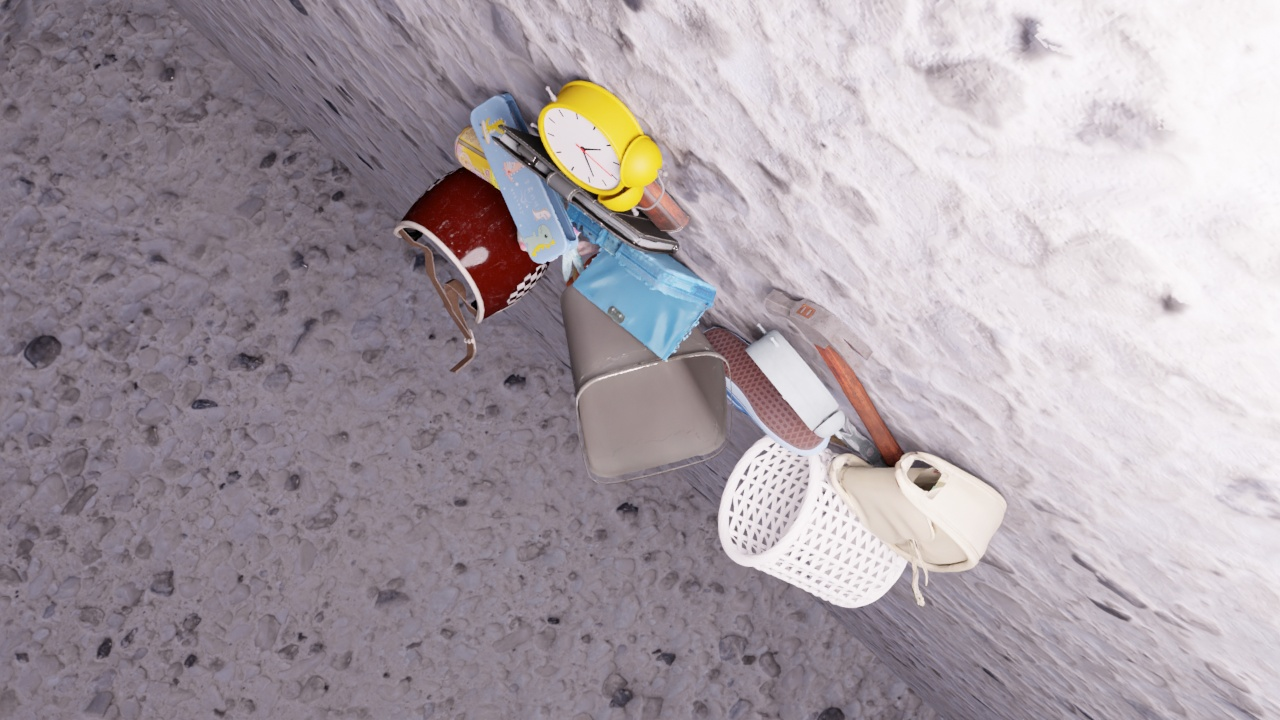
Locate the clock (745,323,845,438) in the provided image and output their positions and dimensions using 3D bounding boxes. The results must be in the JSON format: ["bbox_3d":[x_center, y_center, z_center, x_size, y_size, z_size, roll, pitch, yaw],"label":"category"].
[{"bbox_3d":[0.184,0.031,1.071,0.159,0.045,0.122,48,-174,-14],"label":"clock"}]

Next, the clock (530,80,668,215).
[{"bbox_3d":[-0.038,-0.210,0.919,0.152,0.051,0.114,42,155,-3],"label":"clock"}]

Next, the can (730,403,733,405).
[{"bbox_3d":[0.127,0.031,1.448,0.095,0.032,0.032,45,171,-15],"label":"can"}]

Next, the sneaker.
[{"bbox_3d":[0.170,0.050,1.216,0.241,0.083,0.098,45,172,38],"label":"sneaker"}]

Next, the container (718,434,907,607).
[{"bbox_3d":[0.235,0.214,1.236,0.186,0.189,0.189,28,178,-24],"label":"container"}]

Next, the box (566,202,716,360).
[{"bbox_3d":[-0.023,-0.097,1.118,0.094,0.110,0.231,17,-164,-42],"label":"box"}]

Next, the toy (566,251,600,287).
[{"bbox_3d":[-0.044,-0.110,1.348,0.112,0.096,0.176,39,151,-9],"label":"toy"}]

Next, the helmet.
[{"bbox_3d":[-0.251,-0.169,1.404,0.233,0.253,0.234,48,156,-5],"label":"helmet"}]

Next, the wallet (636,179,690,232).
[{"bbox_3d":[-0.001,-0.191,1.004,0.123,0.019,0.072,45,170,-18],"label":"wallet"}]

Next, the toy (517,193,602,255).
[{"bbox_3d":[-0.129,-0.196,1.262,0.131,0.105,0.205,35,170,24],"label":"toy"}]

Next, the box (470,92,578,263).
[{"bbox_3d":[-0.148,-0.221,1.130,0.210,0.063,0.069,65,159,-6],"label":"box"}]

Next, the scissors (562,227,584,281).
[{"bbox_3d":[-0.114,-0.167,1.241,0.108,0.016,0.180,3,141,-7],"label":"scissors"}]

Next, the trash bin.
[{"bbox_3d":[-0.007,0.007,1.214,0.219,0.197,0.198,-111,12,-46],"label":"trash bin"}]

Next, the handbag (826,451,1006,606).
[{"bbox_3d":[0.307,0.185,1.051,0.184,0.131,0.229,35,166,-7],"label":"handbag"}]

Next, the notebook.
[{"bbox_3d":[-0.057,-0.191,1.042,0.209,0.029,0.169,38,-164,12],"label":"notebook"}]

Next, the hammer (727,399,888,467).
[{"bbox_3d":[0.214,0.087,1.303,0.147,0.028,0.317,40,170,-33],"label":"hammer"}]

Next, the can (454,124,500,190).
[{"bbox_3d":[-0.205,-0.283,1.282,0.105,0.067,0.068,36,169,37],"label":"can"}]

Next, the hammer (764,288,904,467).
[{"bbox_3d":[0.240,0.037,1.023,0.111,0.028,0.300,33,168,48],"label":"hammer"}]
